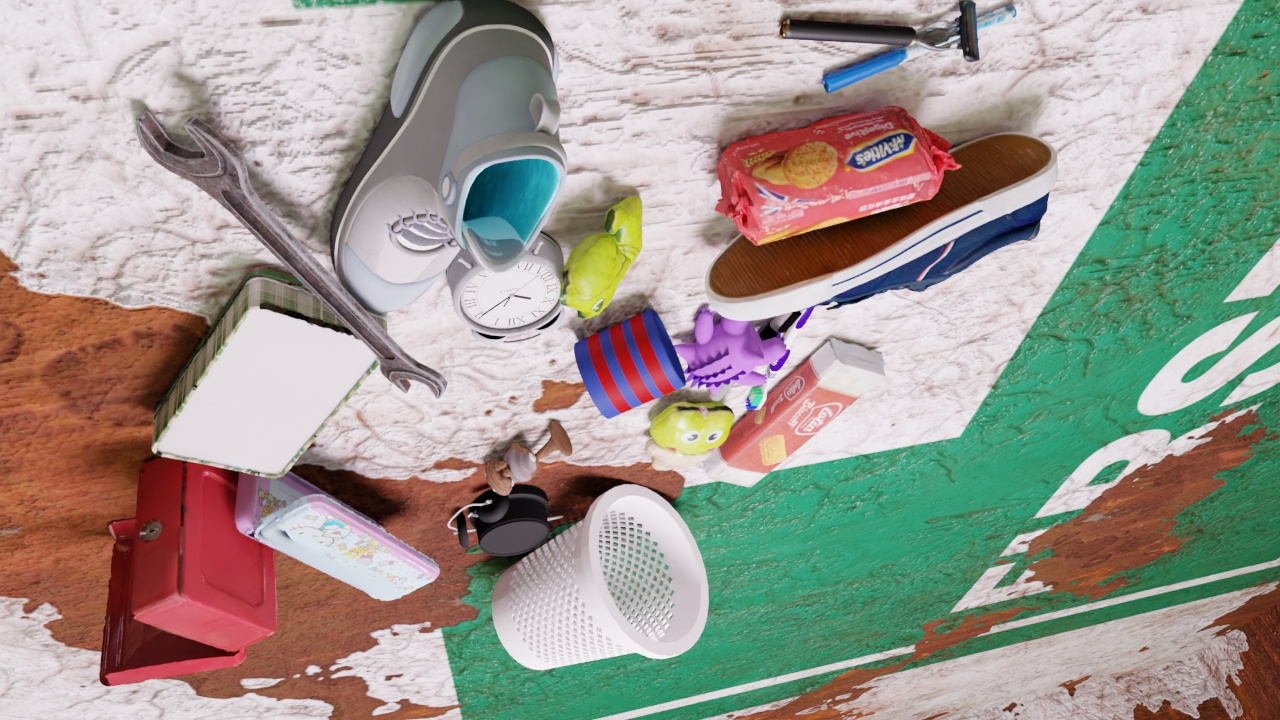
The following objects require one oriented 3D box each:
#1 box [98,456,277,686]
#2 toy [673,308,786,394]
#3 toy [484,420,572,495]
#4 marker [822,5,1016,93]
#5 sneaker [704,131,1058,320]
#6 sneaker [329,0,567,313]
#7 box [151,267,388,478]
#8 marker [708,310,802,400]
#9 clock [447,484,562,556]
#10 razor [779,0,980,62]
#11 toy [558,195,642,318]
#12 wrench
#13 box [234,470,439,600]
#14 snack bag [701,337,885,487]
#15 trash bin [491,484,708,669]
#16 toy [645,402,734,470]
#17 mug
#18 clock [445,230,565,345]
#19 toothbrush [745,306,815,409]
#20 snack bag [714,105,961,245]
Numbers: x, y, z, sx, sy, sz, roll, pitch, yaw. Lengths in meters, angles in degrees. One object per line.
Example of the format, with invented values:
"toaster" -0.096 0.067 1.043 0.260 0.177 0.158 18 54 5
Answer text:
"box" -0.402 0.176 0.816 0.151 0.157 0.166 -2 140 -24
"toy" 0.081 -0.006 0.854 0.088 0.055 0.106 -26 124 28
"toy" -0.119 0.103 0.932 0.054 0.041 0.102 -13 160 -47
"marker" 0.198 -0.222 0.652 0.142 0.013 0.013 -21 145 4
"sneaker" 0.198 -0.083 0.763 0.294 0.120 0.127 -20 132 -1
"sneaker" -0.123 -0.084 0.576 0.093 0.160 0.257 10 135 -33
"box" -0.298 0.016 0.734 0.117 0.050 0.206 20 130 -36
"marker" 0.109 -0.006 0.901 0.016 0.016 0.141 8 137 -32
"clock" -0.154 0.178 1.015 0.120 0.042 0.091 17 132 -39
"razor" 0.163 -0.224 0.627 0.144 0.043 0.022 -3 177 -11
"toy" -0.027 -0.078 0.705 0.093 0.036 0.094 -42 154 -30
"wrench" -0.223 -0.059 0.621 0.070 0.010 0.273 -3 139 34
"box" -0.284 0.163 0.893 0.093 0.089 0.214 -19 145 13
"snack bag" 0.162 0.062 0.997 0.077 0.041 0.226 15 135 -34
"trash bin" -0.059 0.272 1.078 0.200 0.195 0.195 -30 144 33
"toy" 0.047 0.083 0.972 0.092 0.043 0.118 1 142 -26
"mug" -0.005 0.005 0.831 0.076 0.075 0.112 -24 170 9
"clock" -0.103 -0.053 0.732 0.094 0.035 0.123 -13 143 -6
"toothbrush" 0.141 -0.008 0.913 0.016 0.015 0.187 1 141 -16
"snack bag" 0.139 -0.141 0.684 0.176 0.082 0.082 -15 145 -3
